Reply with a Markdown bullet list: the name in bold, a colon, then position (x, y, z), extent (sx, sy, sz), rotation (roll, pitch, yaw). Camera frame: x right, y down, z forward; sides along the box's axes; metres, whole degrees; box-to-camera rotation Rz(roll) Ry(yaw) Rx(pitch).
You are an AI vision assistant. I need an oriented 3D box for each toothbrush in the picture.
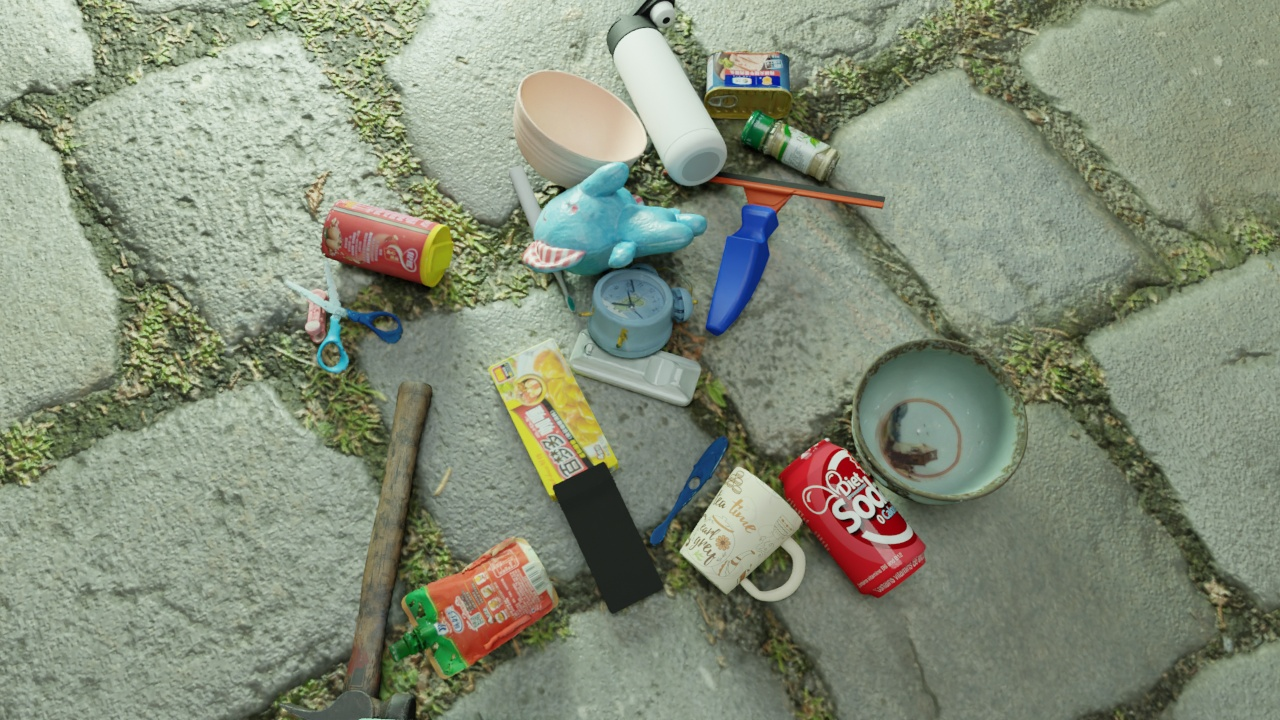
- **toothbrush**: position (-0.105, -0.132, 1.001), extent (0.018, 0.019, 0.188), rotation (-18, 70, -14)
- **toothbrush**: position (0.048, 0.128, 0.905), extent (0.021, 0.016, 0.132), rotation (33, 70, 11)

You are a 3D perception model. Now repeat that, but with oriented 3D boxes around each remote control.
- **remote control**: position (-0.006, 0.006, 0.946), extent (0.133, 0.022, 0.050), rotation (17, 70, 7)
- **remote control**: position (-0.032, 0.168, 0.875), extent (0.058, 0.013, 0.133), rotation (-24, 84, -9)

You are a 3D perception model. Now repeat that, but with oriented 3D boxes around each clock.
- **clock**: position (0.000, -0.057, 0.948), extent (0.124, 0.052, 0.089), rotation (-35, 60, -30)

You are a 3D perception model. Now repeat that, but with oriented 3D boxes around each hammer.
- **hammer**: position (-0.252, 0.176, 0.880), extent (0.120, 0.033, 0.329), rotation (4, 69, 3)

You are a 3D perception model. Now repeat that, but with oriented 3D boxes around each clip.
- **clip**: position (-0.342, -0.048, 0.964), extent (0.023, 0.043, 0.060), rotation (-3, 83, -5)

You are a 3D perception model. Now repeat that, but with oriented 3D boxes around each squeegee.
- **squeegee**: position (0.110, -0.109, 0.973), extent (0.250, 0.055, 0.184), rotation (14, 69, 24)

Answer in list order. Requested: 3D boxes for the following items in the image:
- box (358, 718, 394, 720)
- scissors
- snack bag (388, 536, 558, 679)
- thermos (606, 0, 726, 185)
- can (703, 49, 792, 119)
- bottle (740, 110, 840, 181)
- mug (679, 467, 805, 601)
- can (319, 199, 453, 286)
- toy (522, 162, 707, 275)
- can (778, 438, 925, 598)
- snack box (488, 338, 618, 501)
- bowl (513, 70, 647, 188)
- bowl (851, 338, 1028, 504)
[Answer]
- **box**: position (-0.158, 0.352, 0.765), extent (0.188, 0.091, 0.077), rotation (3, 103, 1)
- **scissors**: position (-0.306, -0.050, 0.959), extent (0.116, 0.014, 0.130), rotation (-12, 72, -25)
- **snack bag**: position (-0.157, 0.228, 0.838), extent (0.155, 0.044, 0.087), rotation (-28, 68, -20)
- **thermos**: position (0.036, -0.309, 1.023), extent (0.101, 0.068, 0.229), rotation (-35, 61, 22)
- **can**: position (0.122, -0.316, 1.052), extent (0.100, 0.054, 0.059), rotation (1, 68, 0)
- **bottle**: position (0.168, -0.239, 1.029), extent (0.110, 0.043, 0.042), rotation (29, 72, 10)
- **mug**: position (0.104, 0.177, 0.865), extent (0.122, 0.081, 0.097), rotation (44, 81, -12)
- **can**: position (-0.268, -0.125, 0.974), extent (0.124, 0.067, 0.066), rotation (15, 70, 6)
- **toy**: position (-0.026, -0.142, 0.929), extent (0.181, 0.115, 0.182), rotation (1, 28, 31)
- **can**: position (0.198, 0.148, 0.863), extent (0.074, 0.074, 0.142), rotation (-34, 73, -12)
- **snack box**: position (-0.088, 0.058, 0.925), extent (0.075, 0.025, 0.152), rotation (-26, 71, -9)
- **bowl**: position (-0.075, -0.239, 0.999), extent (0.153, 0.076, 0.152), rotation (18, 43, -18)
- **bowl**: position (0.275, 0.069, 0.882), extent (0.160, 0.094, 0.159), rotation (0, 69, 0)
